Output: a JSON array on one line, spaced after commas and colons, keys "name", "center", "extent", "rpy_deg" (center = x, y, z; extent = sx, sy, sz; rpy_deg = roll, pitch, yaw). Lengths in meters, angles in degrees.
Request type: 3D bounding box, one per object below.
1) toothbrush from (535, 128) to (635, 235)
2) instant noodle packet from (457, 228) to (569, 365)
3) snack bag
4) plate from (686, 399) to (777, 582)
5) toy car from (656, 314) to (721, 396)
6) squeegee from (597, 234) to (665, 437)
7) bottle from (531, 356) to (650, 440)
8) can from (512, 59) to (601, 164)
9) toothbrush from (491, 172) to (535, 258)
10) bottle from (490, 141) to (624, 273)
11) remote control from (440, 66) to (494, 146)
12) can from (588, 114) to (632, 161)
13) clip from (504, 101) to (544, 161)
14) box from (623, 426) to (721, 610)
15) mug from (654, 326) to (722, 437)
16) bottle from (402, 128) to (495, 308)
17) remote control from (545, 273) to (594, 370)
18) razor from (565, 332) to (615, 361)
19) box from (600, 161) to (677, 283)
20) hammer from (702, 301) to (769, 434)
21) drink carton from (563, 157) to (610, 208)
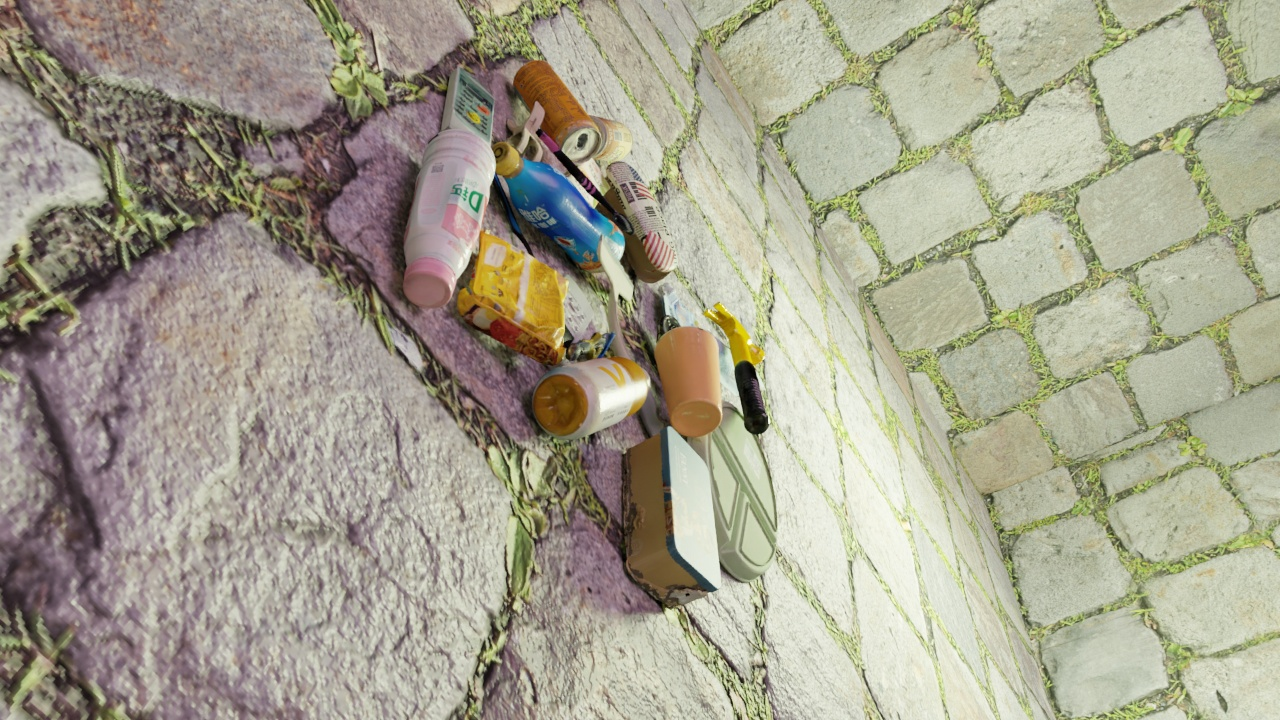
[{"name": "toothbrush", "center": [-0.068, -0.211, 1.068], "extent": [0.189, 0.014, 0.017], "rpy_deg": [49, 17, 19]}, {"name": "instant noodle packet", "center": [-0.115, -0.061, 0.855], "extent": [0.110, 0.044, 0.128], "rpy_deg": [33, 30, -23]}, {"name": "snack bag", "center": [0.085, -0.030, 1.305], "extent": [0.191, 0.039, 0.110], "rpy_deg": [42, 32, -40]}, {"name": "plate", "center": [0.118, 0.153, 1.119], "extent": [0.230, 0.028, 0.229], "rpy_deg": [44, 38, -48]}, {"name": "toy car", "center": [0.059, 0.016, 1.177], "extent": [0.158, 0.042, 0.070], "rpy_deg": [66, 24, -6]}, {"name": "squeegee", "center": [-0.006, 0.006, 1.053], "extent": [0.246, 0.039, 0.246], "rpy_deg": [47, 26, -80]}, {"name": "bottle", "center": [-0.039, 0.032, 0.902], "extent": [0.068, 0.068, 0.189], "rpy_deg": [64, 21, 5]}, {"name": "can", "center": [-0.104, -0.309, 1.138], "extent": [0.058, 0.058, 0.146], "rpy_deg": [27, 26, -56]}, {"name": "toothbrush", "center": [-0.143, -0.158, 0.980], "extent": [0.014, 0.016, 0.189], "rpy_deg": [4, 57, -60]}, {"name": "bottle", "center": [-0.094, -0.168, 1.008], "extent": [0.218, 0.065, 0.065], "rpy_deg": [37, 32, -54]}, {"name": "remote control", "center": [-0.185, -0.264, 0.989], "extent": [0.056, 0.019, 0.134], "rpy_deg": [37, 31, -34]}, {"name": "can", "center": [-0.055, -0.314, 1.302], "extent": [0.058, 0.059, 0.116], "rpy_deg": [62, 21, 0]}, {"name": "clip", "center": [-0.136, -0.261, 1.075], "extent": [0.034, 0.072, 0.100], "rpy_deg": [45, 30, -37]}, {"name": "box", "center": [0.030, 0.151, 0.924], "extent": [0.090, 0.063, 0.184], "rpy_deg": [47, 27, -36]}, {"name": "mug", "center": [0.058, 0.027, 1.067], "extent": [0.078, 0.078, 0.122], "rpy_deg": [47, 24, -33]}, {"name": "bottle", "center": [-0.171, -0.125, 0.801], "extent": [0.068, 0.068, 0.196], "rpy_deg": [46, 30, -35]}, {"name": "remote control", "center": [-0.083, -0.043, 0.958], "extent": [0.058, 0.021, 0.149], "rpy_deg": [56, 21, -16]}, {"name": "razor", "center": [-0.057, -0.012, 0.933], "extent": [0.022, 0.043, 0.142], "rpy_deg": [29, 8, 8]}, {"name": "box", "center": [-0.009, -0.183, 1.219], "extent": [0.162, 0.076, 0.086], "rpy_deg": [66, 14, 5]}, {"name": "hammer", "center": [0.141, 0.012, 1.253], "extent": [0.129, 0.033, 0.300], "rpy_deg": [48, 16, -20]}, {"name": "drink carton", "center": [-0.079, -0.210, 1.136], "extent": [0.053, 0.046, 0.122], "rpy_deg": [56, 22, -16]}]
